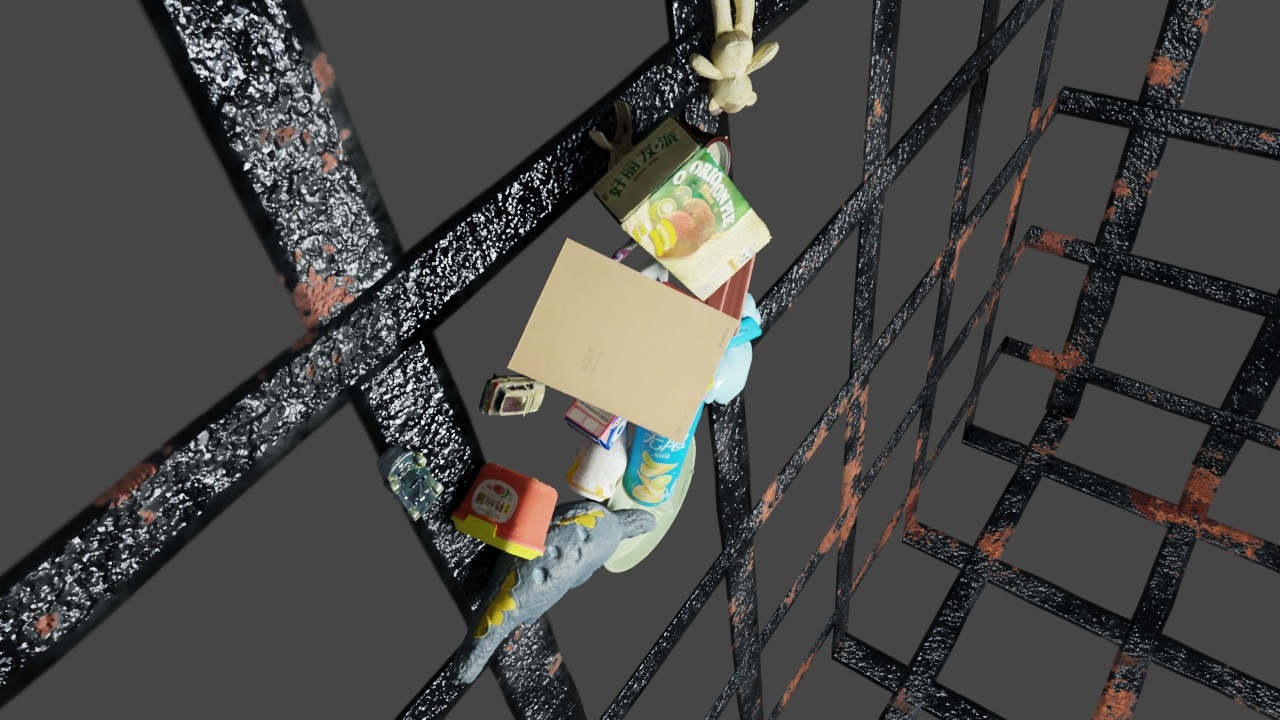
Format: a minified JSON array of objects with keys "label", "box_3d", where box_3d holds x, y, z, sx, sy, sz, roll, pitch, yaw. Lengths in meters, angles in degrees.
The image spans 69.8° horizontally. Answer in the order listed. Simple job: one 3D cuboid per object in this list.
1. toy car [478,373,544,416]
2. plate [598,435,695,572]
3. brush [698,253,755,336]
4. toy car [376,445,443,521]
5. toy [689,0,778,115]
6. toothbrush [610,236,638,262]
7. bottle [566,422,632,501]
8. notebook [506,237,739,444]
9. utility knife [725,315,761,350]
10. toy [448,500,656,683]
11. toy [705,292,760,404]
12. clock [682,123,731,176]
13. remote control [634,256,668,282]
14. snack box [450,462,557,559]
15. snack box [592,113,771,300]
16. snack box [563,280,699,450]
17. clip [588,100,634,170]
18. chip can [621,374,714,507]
[{"label":"toy car","box_3d":[-0.130,0.038,0.955,0.090,0.035,0.042,-1,114,-62]},{"label":"plate","box_3d":[0.005,0.191,1.301,0.229,0.027,0.231,-38,141,-41]},{"label":"brush","box_3d":[0.115,-0.107,1.224,0.069,0.063,0.146,-31,137,-65]},{"label":"toy car","box_3d":[-0.219,0.115,0.863,0.042,0.034,0.091,-54,151,-26]},{"label":"toy","box_3d":[0.100,-0.356,1.027,0.105,0.066,0.157,-14,126,-15]},{"label":"toothbrush","box_3d":[-0.023,-0.124,1.032,0.187,0.016,0.017,-49,137,-27]},{"label":"bottle","box_3d":[-0.046,0.115,1.121,0.063,0.063,0.108,28,85,-61]},{"label":"notebook","box_3d":[-0.015,-0.018,0.976,0.149,0.211,0.012,-65,-165,0]},{"label":"utility knife","box_3d":[0.101,-0.021,1.275,0.160,0.018,0.034,-26,108,-26]},{"label":"toy","box_3d":[-0.095,0.239,1.097,0.355,0.091,0.138,-29,128,-45]},{"label":"toy","box_3d":[0.133,-0.008,1.343,0.161,0.050,0.156,-41,132,-38]},{"label":"clock","box_3d":[0.055,-0.223,1.046,0.121,0.055,0.082,-24,131,-48]},{"label":"remote control","box_3d":[-0.011,-0.078,1.080,0.135,0.020,0.056,-40,144,-41]},{"label":"snack box","box_3d":[-0.139,0.159,0.974,0.080,0.091,0.082,-68,152,-12]},{"label":"snack box","box_3d":[0.053,-0.156,0.996,0.114,0.063,0.240,-42,152,9]},{"label":"snack box","box_3d":[-0.006,0.006,1.090,0.207,0.058,0.057,-54,160,-10]},{"label":"clip","box_3d":[-0.018,-0.215,0.954,0.070,0.035,0.100,-52,145,-22]},{"label":"chip can","box_3d":[0.029,0.086,1.100,0.071,0.071,0.211,-38,154,-41]}]
